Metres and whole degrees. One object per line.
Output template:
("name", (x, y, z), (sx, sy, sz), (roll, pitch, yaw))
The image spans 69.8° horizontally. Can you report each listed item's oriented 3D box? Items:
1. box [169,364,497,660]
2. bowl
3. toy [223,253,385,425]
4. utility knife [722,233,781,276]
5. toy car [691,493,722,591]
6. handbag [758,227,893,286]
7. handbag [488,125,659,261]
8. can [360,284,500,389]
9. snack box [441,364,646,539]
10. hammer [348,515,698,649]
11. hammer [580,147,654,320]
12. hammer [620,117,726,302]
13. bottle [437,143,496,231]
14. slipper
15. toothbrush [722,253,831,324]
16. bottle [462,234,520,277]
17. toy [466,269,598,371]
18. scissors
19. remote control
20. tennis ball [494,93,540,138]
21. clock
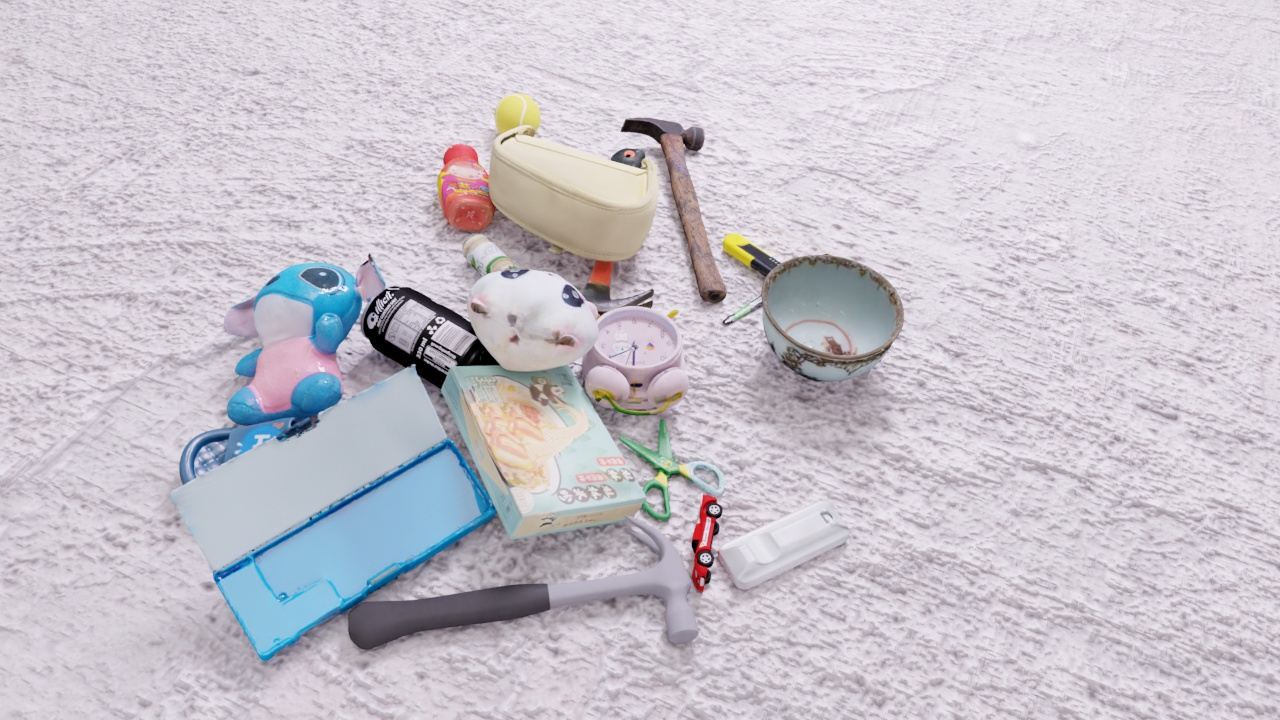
("box", (-0.278, 0.135, 0.851), (0.242, 0.060, 0.175), (-30, 95, -27))
("bowl", (0.209, -0.033, 1.044), (0.160, 0.094, 0.159), (2, 49, -3))
("toy", (-0.350, -0.024, 0.969), (0.224, 0.099, 0.191), (-14, 59, 24))
("utility knife", (0.170, -0.112, 1.144), (0.028, 0.020, 0.174), (-34, 54, -25))
("toy car", (0.062, 0.175, 0.887), (0.025, 0.038, 0.089), (10, 49, 7))
("handbag", (0.223, -0.114, 1.132), (0.178, 0.028, 0.083), (32, 38, 6))
("handbag", (-0.088, -0.217, 1.155), (0.233, 0.089, 0.190), (19, 38, 10))
("can", (-0.228, -0.021, 1.005), (0.146, 0.080, 0.080), (28, 53, 19))
("snack box", (-0.100, 0.084, 0.921), (0.141, 0.044, 0.193), (-2, 45, -38))
("hammer", (-0.108, 0.217, 0.844), (0.310, 0.030, 0.124), (-6, 51, -9))
("hammer", (-0.036, -0.173, 1.188), (0.133, 0.033, 0.332), (7, 48, 3))
("hammer", (0.055, -0.206, 1.213), (0.120, 0.033, 0.329), (4, 50, -19))
("bottle", (-0.230, -0.229, 1.204), (0.071, 0.049, 0.134), (4, 45, -24))
("slipper", (-0.344, 0.104, 0.902), (0.213, 0.059, 0.103), (4, 50, -5))
("toothbrush", (0.172, -0.088, 1.145), (0.187, 0.017, 0.014), (-32, 55, -24))
("bottle", (-0.174, -0.112, 1.114), (0.042, 0.043, 0.110), (-30, 58, -27))
("toy", (-0.107, -0.052, 0.973), (0.139, 0.102, 0.179), (22, 25, -1))
("scissors", (0.035, 0.111, 0.959), (0.123, 0.012, 0.126), (2, 50, -5))
("remote control", (0.142, 0.178, 0.902), (0.133, 0.022, 0.050), (-20, 54, -21))
("tennis ball", (-0.174, -0.344, 1.299), (0.065, 0.065, 0.065), (2, 49, -3))
("clock", (-0.006, 0.006, 1.008), (0.117, 0.059, 0.157), (2, 44, -4))
